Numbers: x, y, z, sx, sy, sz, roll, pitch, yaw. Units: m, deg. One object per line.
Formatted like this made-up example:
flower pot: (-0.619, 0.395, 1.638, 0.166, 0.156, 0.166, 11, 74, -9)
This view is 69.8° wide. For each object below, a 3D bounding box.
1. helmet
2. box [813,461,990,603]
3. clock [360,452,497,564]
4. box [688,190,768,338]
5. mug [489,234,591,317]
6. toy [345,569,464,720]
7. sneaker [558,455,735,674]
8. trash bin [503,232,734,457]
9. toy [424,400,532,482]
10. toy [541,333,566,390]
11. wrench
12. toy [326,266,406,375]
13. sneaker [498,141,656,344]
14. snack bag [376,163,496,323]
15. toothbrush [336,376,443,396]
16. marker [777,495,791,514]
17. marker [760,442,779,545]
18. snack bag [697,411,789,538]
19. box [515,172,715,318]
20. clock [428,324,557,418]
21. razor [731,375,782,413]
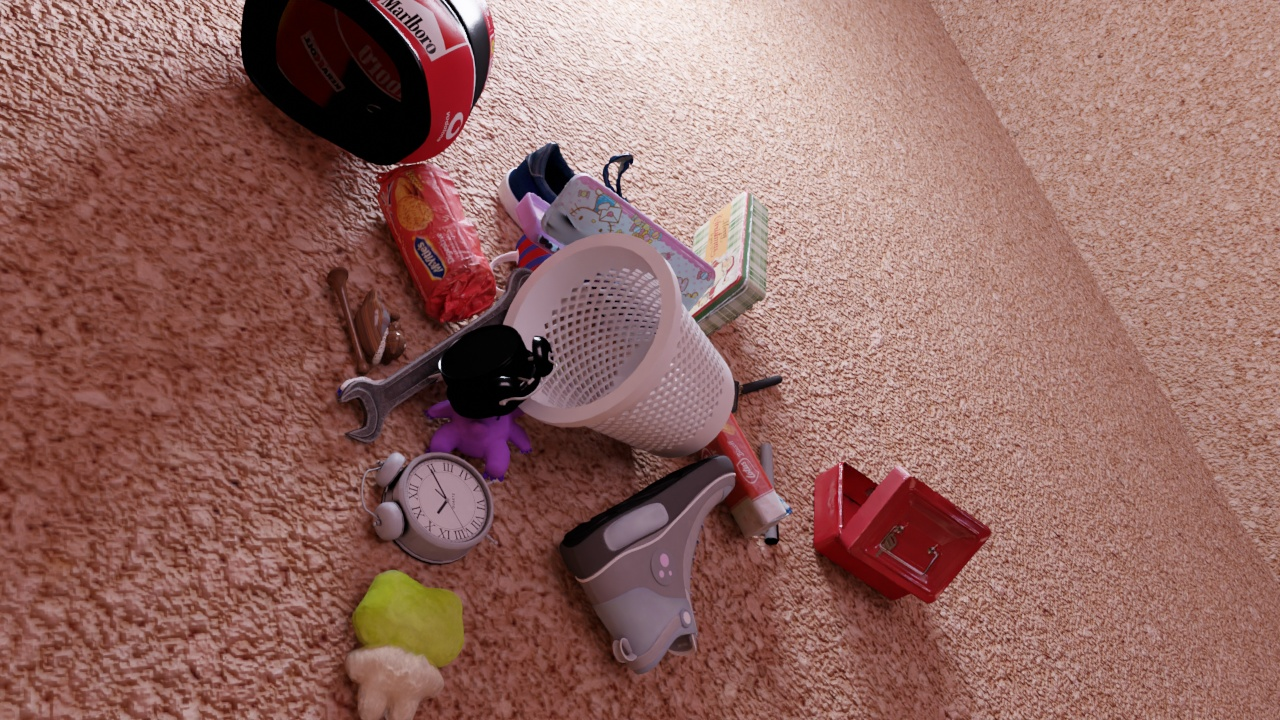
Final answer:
helmet: (-0.263, -0.328, 0.945, 0.271, 0.198, 0.224, 34, 34, 5)
box: (0.305, 0.208, 1.157, 0.157, 0.152, 0.165, 36, 3, -21)
clock: (-0.183, 0.123, 0.791, 0.122, 0.035, 0.094, 20, 46, -35)
box: (0.116, -0.132, 1.240, 0.050, 0.118, 0.205, 37, 41, -24)
mug: (-0.116, -0.098, 1.023, 0.111, 0.075, 0.076, -3, 58, -17)
toy: (-0.182, 0.222, 0.704, 0.092, 0.043, 0.117, 31, 44, -27)
sneaker: (0.039, 0.199, 0.918, 0.256, 0.093, 0.160, -18, 81, -52)
trash bin: (-0.006, 0.005, 0.933, 0.199, 0.196, 0.195, 39, 33, -51)
toy: (-0.148, 0.058, 0.862, 0.106, 0.056, 0.087, 21, 34, -6)
toy: (-0.115, -0.006, 0.968, 0.093, 0.036, 0.094, 40, 45, -21)
wrench: (-0.178, -0.010, 0.877, 0.272, 0.010, 0.070, -40, 113, -42)
toy: (-0.252, -0.038, 0.853, 0.054, 0.042, 0.101, -13, 76, -26)
sneaker: (-0.030, -0.144, 1.097, 0.294, 0.128, 0.120, 48, 39, -6)
snack bag: (-0.206, -0.122, 0.938, 0.082, 0.083, 0.176, -11, 68, -49)
toothbrush: (-0.205, 0.016, 0.874, 0.186, 0.016, 0.015, -9, 67, -51)
marker: (0.130, 0.131, 1.099, 0.142, 0.013, 0.013, 47, 37, 9)
marker: (0.156, 0.159, 1.116, 0.016, 0.016, 0.140, 29, 42, -25)
snack bag: (0.091, 0.095, 1.057, 0.041, 0.078, 0.225, -21, 74, -20)
box: (-0.020, -0.126, 0.977, 0.214, 0.093, 0.089, 31, 23, -37)
clock: (-0.128, 0.009, 0.828, 0.091, 0.121, 0.042, -48, 134, -33)
razor: (0.148, 0.036, 1.210, 0.144, 0.022, 0.043, -14, 112, -54)
